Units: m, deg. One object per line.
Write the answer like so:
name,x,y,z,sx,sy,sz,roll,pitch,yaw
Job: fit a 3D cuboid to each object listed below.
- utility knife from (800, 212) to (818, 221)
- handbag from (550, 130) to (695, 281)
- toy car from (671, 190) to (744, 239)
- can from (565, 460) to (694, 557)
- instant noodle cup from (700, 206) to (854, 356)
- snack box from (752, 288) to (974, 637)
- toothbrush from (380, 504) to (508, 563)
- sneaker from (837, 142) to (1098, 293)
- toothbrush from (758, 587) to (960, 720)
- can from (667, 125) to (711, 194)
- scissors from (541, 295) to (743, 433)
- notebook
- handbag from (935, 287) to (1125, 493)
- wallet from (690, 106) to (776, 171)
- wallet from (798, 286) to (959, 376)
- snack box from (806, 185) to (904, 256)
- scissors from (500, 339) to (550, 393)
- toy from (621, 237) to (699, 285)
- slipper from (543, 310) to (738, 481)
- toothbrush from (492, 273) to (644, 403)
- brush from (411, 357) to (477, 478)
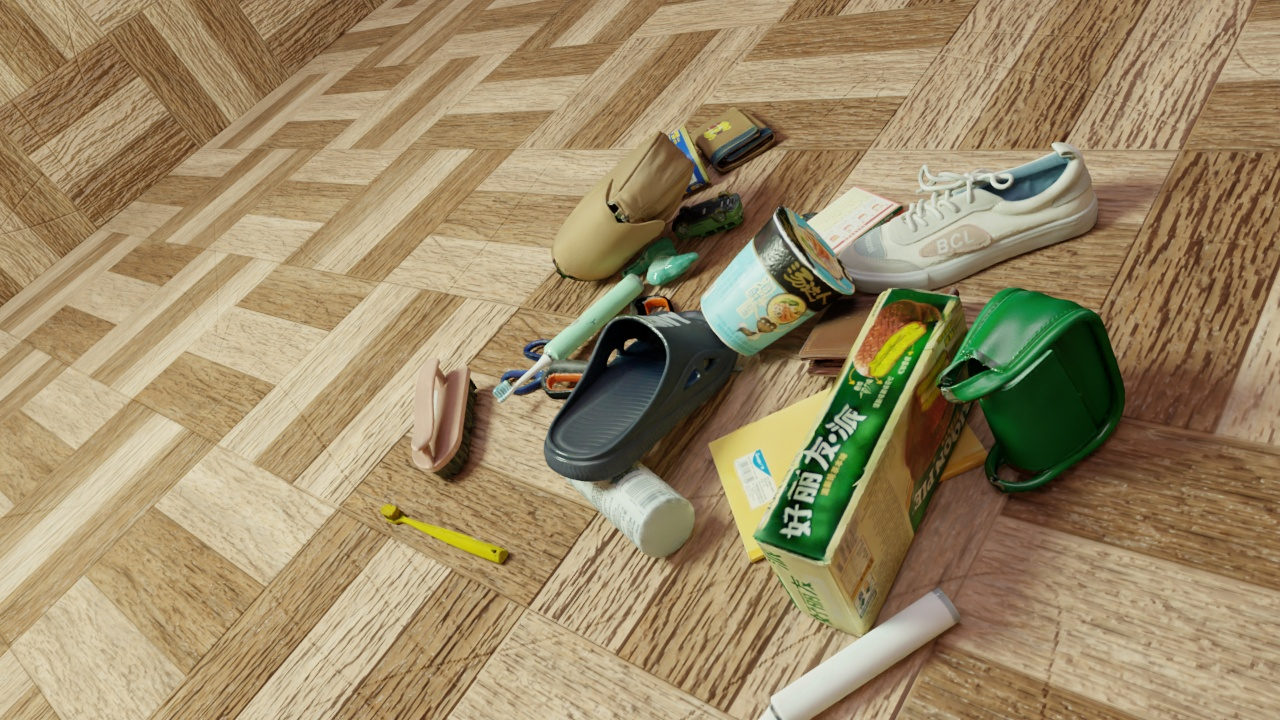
utility knife,0.142,-0.118,1.017,0.153,0.015,0.033,-39,35,-11
handbag,-0.019,-0.173,1.088,0.147,0.100,0.205,-54,11,-32
toy car,0.081,-0.171,1.103,0.091,0.036,0.043,-14,42,25
can,-0.015,0.116,0.821,0.058,0.058,0.147,-41,38,-13
instant noodle cup,0.126,-0.068,0.888,0.121,0.111,0.111,-43,31,25
snack box,0.177,0.070,0.681,0.063,0.114,0.239,12,59,38
toothbrush,-0.201,0.171,0.919,0.190,0.016,0.015,9,52,40
sneaker,0.300,-0.137,0.869,0.243,0.091,0.089,-17,38,19
toothbrush,0.121,0.227,0.628,0.221,0.027,0.026,-33,-2,-2
can,0.039,-0.254,1.212,0.083,0.057,0.102,-26,37,10
scissors,-0.003,0.001,0.966,0.221,0.022,0.233,-13,38,13
notebook,0.168,0.076,0.781,0.206,0.010,0.145,-26,37,7
handbag,0.282,0.020,0.669,0.120,0.131,0.068,-40,34,-8
wallet,0.122,-0.299,1.228,0.090,0.033,0.115,-30,33,3
wallet,0.218,-0.027,0.838,0.125,0.032,0.101,-3,36,37
snack box,0.198,-0.124,0.977,0.155,0.027,0.077,-37,37,-8
scissors,-0.089,0.018,1.024,0.140,0.012,0.171,-34,38,-7
toy,0.021,-0.116,1.089,0.096,0.030,0.091,-32,31,11
slipper,0.005,0.008,0.859,0.111,0.083,0.267,14,38,30
toothbrush,-0.079,-0.025,1.035,0.224,0.027,0.026,-43,15,-24
brush,-0.223,0.064,1.012,0.063,0.073,0.145,-19,40,13
